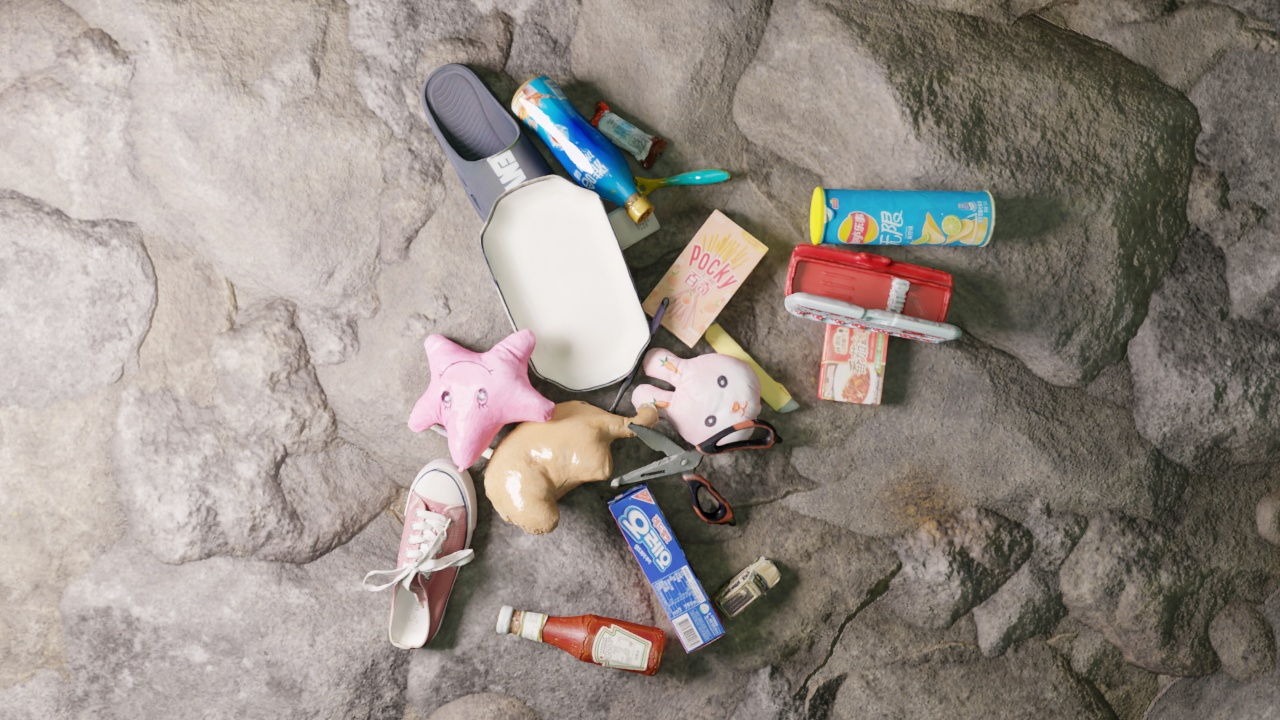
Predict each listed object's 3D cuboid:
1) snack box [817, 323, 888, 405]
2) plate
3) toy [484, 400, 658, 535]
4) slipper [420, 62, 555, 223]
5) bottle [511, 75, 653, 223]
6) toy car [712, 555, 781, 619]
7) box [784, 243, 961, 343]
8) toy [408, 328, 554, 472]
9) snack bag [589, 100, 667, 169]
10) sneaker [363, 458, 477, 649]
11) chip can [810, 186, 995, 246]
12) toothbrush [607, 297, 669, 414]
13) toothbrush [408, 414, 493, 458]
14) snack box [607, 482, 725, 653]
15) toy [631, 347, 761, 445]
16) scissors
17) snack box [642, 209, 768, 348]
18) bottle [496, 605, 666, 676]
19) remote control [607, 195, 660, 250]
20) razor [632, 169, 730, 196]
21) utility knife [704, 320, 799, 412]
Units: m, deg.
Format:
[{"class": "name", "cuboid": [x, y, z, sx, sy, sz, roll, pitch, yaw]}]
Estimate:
[{"class": "snack box", "cuboid": [0.269, -0.023, 1.148, 0.075, 0.025, 0.153, 7, 89, 0]}, {"class": "plate", "cuboid": [-0.089, -0.092, 1.120, 0.162, 0.034, 0.266, -20, 103, 11]}, {"class": "toy", "cuboid": [-0.087, 0.106, 1.107, 0.225, 0.082, 0.143, -41, 61, -9]}, {"class": "slipper", "cuboid": [-0.187, -0.255, 1.130, 0.111, 0.083, 0.268, -34, 87, 2]}, {"class": "bottle", "cuboid": [-0.067, -0.254, 1.123, 0.065, 0.065, 0.218, -43, 81, 0]}, {"class": "toy car", "cuboid": [0.135, 0.283, 1.141, 0.090, 0.035, 0.042, -39, 90, -2]}, {"class": "box", "cuboid": [0.277, -0.083, 1.087, 0.201, 0.100, 0.094, 12, 89, 0]}, {"class": "toy", "cuboid": [-0.192, 0.048, 1.106, 0.195, 0.074, 0.178, 0, 74, 19]}, {"class": "snack bag", "cuboid": [-0.020, -0.284, 1.155, 0.105, 0.026, 0.045, 32, 80, 0]}, {"class": "sneaker", "cuboid": [-0.262, 0.241, 1.119, 0.118, 0.088, 0.241, 14, 90, 1]}, {"class": "chip can", "cuboid": [0.319, -0.176, 1.127, 0.210, 0.071, 0.071, 1, 89, 1]}, {"class": "toothbrush", "cuboid": [-0.007, 0.007, 1.143, 0.014, 0.016, 0.189, 27, 97, 10]}, {"class": "toothbrush", "cuboid": [-0.204, 0.113, 1.156, 0.189, 0.029, 0.020, 25, 49, 0]}, {"class": "snack box", "cuboid": [0.031, 0.252, 1.130, 0.057, 0.058, 0.207, -29, 89, 0]}, {"class": "toy", "cuboid": [0.070, 0.045, 1.138, 0.159, 0.054, 0.121, 15, 95, 7]}, {"class": "scissors", "cuboid": [0.071, 0.122, 1.101, 0.189, 0.015, 0.225, -43, 121, 0]}, {"class": "snack box", "cuboid": [0.080, -0.102, 1.148, 0.084, 0.026, 0.157, 37, 90, 6]}, {"class": "bottle", "cuboid": [-0.073, 0.340, 1.130, 0.206, 0.060, 0.060, 12, 89, 1]}, {"class": "remote control", "cuboid": [-0.039, -0.155, 1.147, 0.125, 0.024, 0.049, -31, 117, 0]}, {"class": "razor", "cuboid": [0.047, -0.224, 1.152, 0.132, 0.028, 0.043, -9, 115, 3]}, {"class": "utility knife", "cuboid": [0.129, 0.001, 1.154, 0.031, 0.019, 0.178, -43, 90, -4]}]
